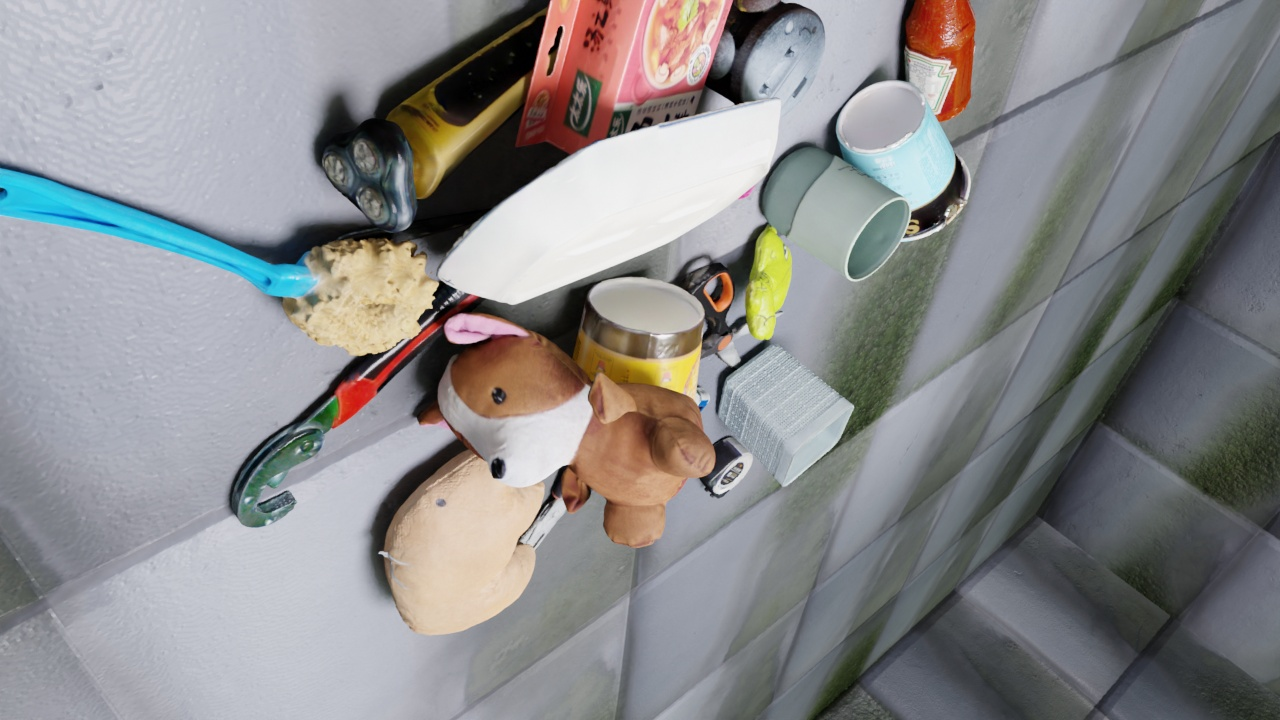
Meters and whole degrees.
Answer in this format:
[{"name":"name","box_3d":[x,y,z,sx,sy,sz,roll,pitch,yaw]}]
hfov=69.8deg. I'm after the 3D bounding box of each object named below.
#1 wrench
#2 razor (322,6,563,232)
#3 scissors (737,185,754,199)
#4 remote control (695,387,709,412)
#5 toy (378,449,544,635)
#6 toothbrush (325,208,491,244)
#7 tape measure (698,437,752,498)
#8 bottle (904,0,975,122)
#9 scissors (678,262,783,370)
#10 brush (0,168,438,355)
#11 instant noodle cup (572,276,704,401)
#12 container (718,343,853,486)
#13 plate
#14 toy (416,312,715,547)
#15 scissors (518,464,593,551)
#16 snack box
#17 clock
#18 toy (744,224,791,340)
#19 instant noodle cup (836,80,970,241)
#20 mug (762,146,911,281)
[{"name":"wrench","box_3d":[-0.170,0.007,0.612,0.273,0.016,0.056,-46,153,-4]},{"name":"razor","box_3d":[-0.096,-0.142,0.505,0.167,0.062,0.068,-44,177,-18]},{"name":"scissors","box_3d":[0.057,-0.154,0.723,0.133,0.017,0.134,-56,145,5]},{"name":"remote control","box_3d":[0.024,0.079,0.925,0.125,0.024,0.049,-52,168,7]},{"name":"toy","box_3d":[-0.140,0.132,0.736,0.143,0.082,0.226,-27,141,-40]},{"name":"toothbrush","box_3d":[-0.113,-0.087,0.580,0.180,0.018,0.016,-19,143,-38]},{"name":"tape measure","box_3d":[0.097,0.123,1.066,0.066,0.033,0.066,-41,151,-8]},{"name":"bottle","box_3d":[0.255,-0.292,0.779,0.059,0.060,0.206,-43,148,-10]},{"name":"scissors","box_3d":[0.061,-0.021,0.875,0.227,0.021,0.221,-37,153,-17]},{"name":"brush","box_3d":[-0.210,-0.052,0.472,0.083,0.045,0.254,-40,148,25]},{"name":"instant noodle cup","box_3d":[-0.004,0.004,0.731,0.118,0.118,0.115,-20,131,-39]},{"name":"container","box_3d":[0.147,0.054,0.968,0.089,0.111,0.090,-36,155,-23]},{"name":"plate","box_3d":[-0.005,-0.096,0.582,0.264,0.034,0.162,-27,175,-44]},{"name":"toy","box_3d":[-0.056,0.049,0.634,0.140,0.199,0.130,-59,-178,35]},{"name":"scissors","box_3d":[-0.066,0.133,0.887,0.198,0.015,0.205,-24,142,-36]},{"name":"snack box","box_3d":[-0.005,-0.175,0.534,0.126,0.044,0.113,-31,148,-51]},{"name":"clock","box_3d":[0.078,-0.219,0.637,0.082,0.055,0.122,-53,148,8]},{"name":"toy","box_3d":[0.117,-0.070,0.844,0.099,0.031,0.097,-54,141,-50]},{"name":"instant noodle cup","box_3d":[0.233,-0.186,0.831,0.111,0.111,0.120,-48,142,-1]},{"name":"mug","box_3d":[0.175,-0.130,0.808,0.111,0.106,0.082,3,122,-53]}]
